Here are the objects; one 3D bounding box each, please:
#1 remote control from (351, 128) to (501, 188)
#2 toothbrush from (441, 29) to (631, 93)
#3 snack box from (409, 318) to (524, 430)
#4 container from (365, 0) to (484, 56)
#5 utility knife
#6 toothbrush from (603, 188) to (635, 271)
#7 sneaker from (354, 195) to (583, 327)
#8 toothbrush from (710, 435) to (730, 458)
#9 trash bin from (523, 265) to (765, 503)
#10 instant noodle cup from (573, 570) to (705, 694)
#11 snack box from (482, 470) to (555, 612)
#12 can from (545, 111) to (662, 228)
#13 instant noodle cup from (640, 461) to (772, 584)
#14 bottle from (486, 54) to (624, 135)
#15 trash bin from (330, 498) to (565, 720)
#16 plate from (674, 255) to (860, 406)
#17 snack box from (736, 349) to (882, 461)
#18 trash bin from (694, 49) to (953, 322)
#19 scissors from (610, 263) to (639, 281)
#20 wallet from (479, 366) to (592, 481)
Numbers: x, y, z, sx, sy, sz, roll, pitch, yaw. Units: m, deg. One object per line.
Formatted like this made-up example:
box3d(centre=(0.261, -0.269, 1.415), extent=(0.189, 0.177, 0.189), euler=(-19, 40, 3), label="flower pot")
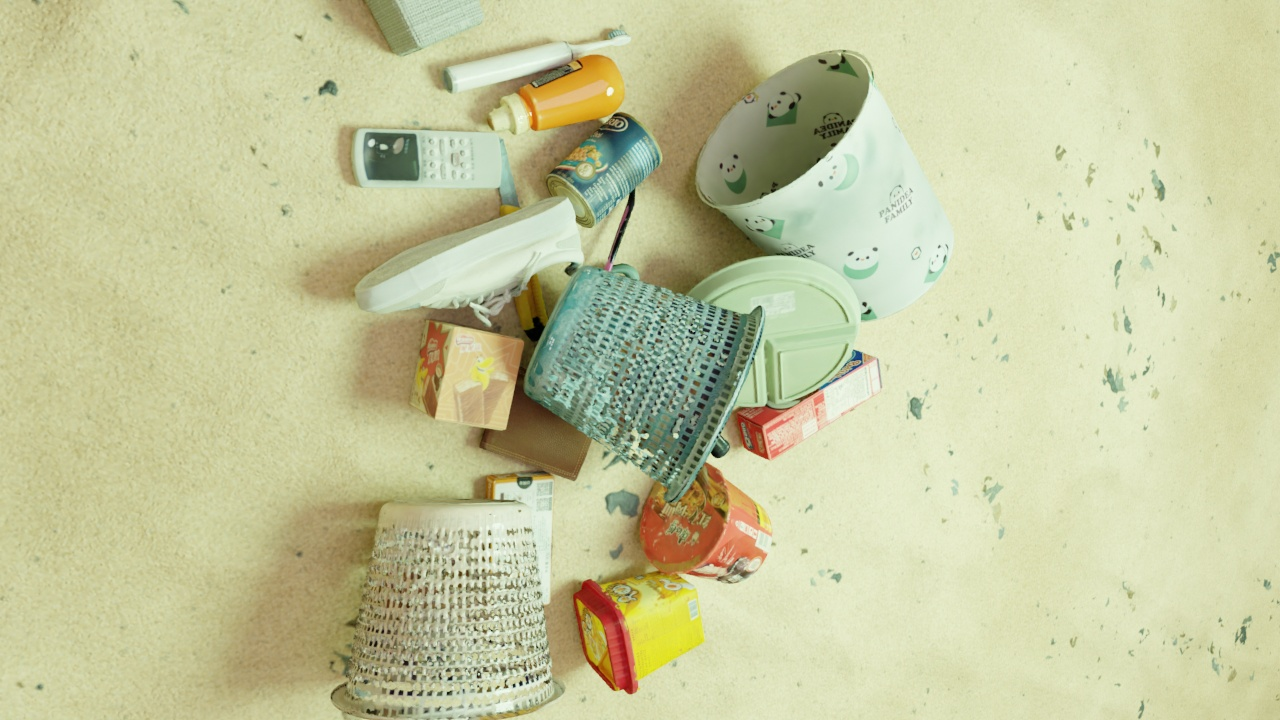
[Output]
box3d(centre=(-0.213, -0.203, 0.926), extent=(0.149, 0.021, 0.058), euler=(-6, 100, -26), label="remote control")
box3d(centre=(-0.104, -0.321, 0.973), extent=(0.220, 0.027, 0.026), euler=(-23, 69, -25), label="toothbrush")
box3d(centre=(-0.180, 0.013, 0.940), extent=(0.077, 0.093, 0.094), euler=(11, 92, -31), label="snack box")
box3d(centre=(-0.214, -0.359, 0.869), extent=(0.090, 0.090, 0.114), euler=(-33, 115, -22), label="container")
box3d(centre=(-0.134, -0.131, 0.990), extent=(0.033, 0.015, 0.231), euler=(-19, 105, -28), label="utility knife")
box3d(centre=(-0.017, -0.156, 1.040), extent=(0.017, 0.014, 0.189), euler=(29, 73, -39), label="toothbrush")
box3d(centre=(-0.167, -0.085, 0.934), extent=(0.241, 0.089, 0.091), euler=(-26, 112, -22), label="sneaker")
box3d(centre=(0.037, 0.041, 1.109), extent=(0.212, 0.026, 0.027), euler=(48, 67, -22), label="toothbrush")
box3d(centre=(-0.006, 0.006, 0.955), extent=(0.195, 0.227, 0.226), euler=(26, 83, -1), label="trash bin")
box3d(centre=(0.001, 0.305, 1.071), extent=(0.123, 0.116, 0.116), euler=(-16, 105, -24), label="instant noodle cup")
box3d(centre=(-0.137, 0.203, 1.032), extent=(0.075, 0.026, 0.154), euler=(-1, 98, -29), label="snack box")
box3d(centre=(-0.041, -0.206, 0.998), extent=(0.111, 0.075, 0.075), euler=(-46, 116, -16), label="can")
box3d(centre=(0.084, 0.204, 1.103), extent=(0.108, 0.138, 0.138), euler=(31, 81, -38), label="instant noodle cup")
box3d(centre=(-0.092, -0.274, 0.971), extent=(0.149, 0.067, 0.067), euler=(-24, 109, -17), label="bottle")
box3d(centre=(-0.187, 0.237, 0.916), extent=(0.227, 0.228, 0.192), euler=(4, 82, -31), label="trash bin")
box3d(centre=(0.147, -0.025, 1.079), extent=(0.230, 0.027, 0.231), euler=(-3, 134, -4), label="plate")
box3d(centre=(0.223, 0.055, 1.195), extent=(0.207, 0.057, 0.058), euler=(-28, 118, -24), label="snack box")
box3d(centre=(0.229, -0.190, 1.083), extent=(0.252, 0.230, 0.229), euler=(41, 76, -34), label="trash bin")
box3d(centre=(-0.017, -0.022, 1.056), extent=(0.174, 0.019, 0.170), euler=(16, 96, -19), label="scissors")
box3d(centre=(-0.108, 0.069, 1.020), extent=(0.124, 0.032, 0.101), euler=(22, 85, -22), label="wallet")
